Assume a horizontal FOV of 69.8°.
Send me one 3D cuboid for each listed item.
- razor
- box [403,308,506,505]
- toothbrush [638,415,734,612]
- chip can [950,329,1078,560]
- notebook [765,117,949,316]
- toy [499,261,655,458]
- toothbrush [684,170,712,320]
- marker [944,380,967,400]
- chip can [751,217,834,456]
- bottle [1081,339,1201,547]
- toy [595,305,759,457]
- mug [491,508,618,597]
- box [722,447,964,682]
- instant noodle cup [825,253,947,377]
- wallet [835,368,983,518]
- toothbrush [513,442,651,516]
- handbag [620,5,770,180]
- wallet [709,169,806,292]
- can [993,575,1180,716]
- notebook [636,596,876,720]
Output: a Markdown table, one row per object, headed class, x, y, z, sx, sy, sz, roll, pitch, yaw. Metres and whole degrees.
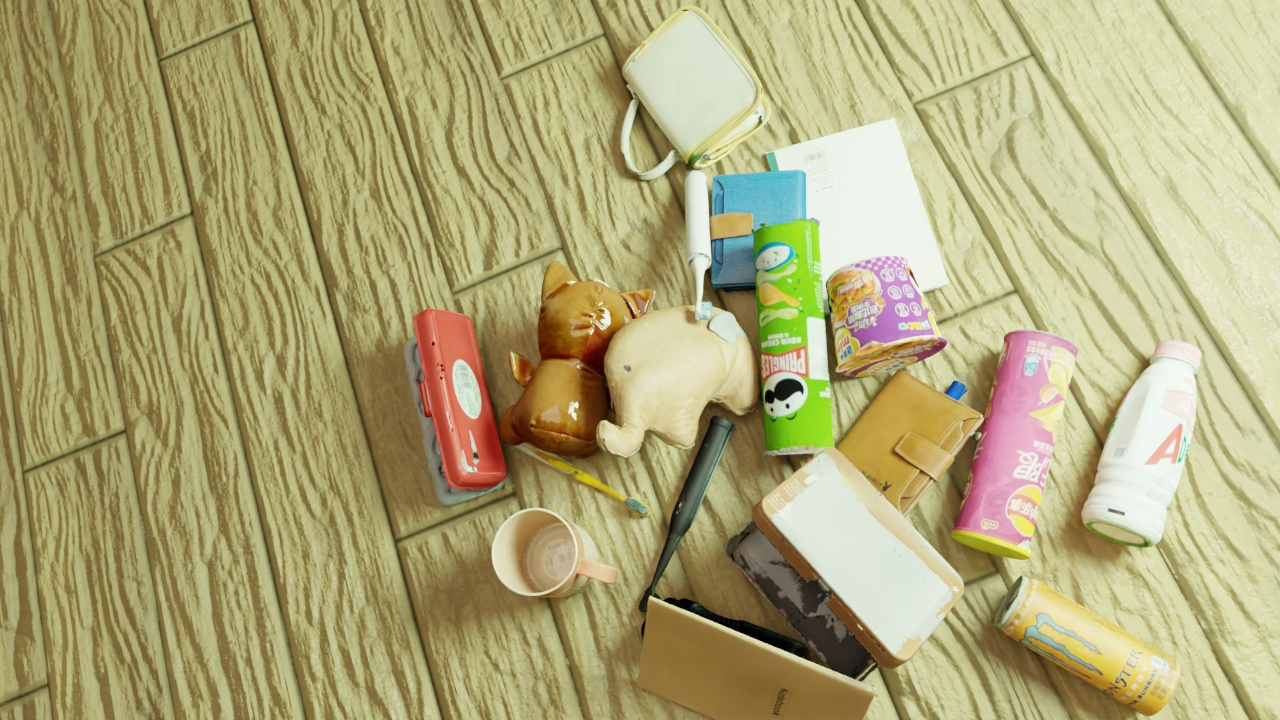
| class | x | y | z | sx | sy | sz | roll | pitch | yaw |
| --- | --- | --- | --- | --- | --- | --- | --- | --- | --- |
| razor | 0.081 | 0.267 | 0.864 | 0.168 | 0.062 | 0.068 | 4 | 116 | 35 |
| box | -0.214 | 0.054 | 1.002 | 0.100 | 0.095 | 0.201 | -27 | 70 | 31 |
| toothbrush | 0.046 | 0.158 | 0.941 | 0.026 | 0.027 | 0.212 | 12 | 75 | 49 |
| chip can | 0.359 | 0.079 | 0.880 | 0.071 | 0.071 | 0.210 | 16 | 77 | 14 |
| notebook | 0.232 | -0.157 | 1.003 | 0.150 | 0.012 | 0.209 | -14 | 71 | 8 |
| toy | -0.067 | 0.003 | 0.963 | 0.140 | 0.130 | 0.199 | 14 | 87 | -15 |
| toothbrush | 0.061 | -0.124 | 0.972 | 0.026 | 0.027 | 0.220 | -3 | 49 | 4 |
| marker | 0.279 | 0.081 | 0.923 | 0.017 | 0.017 | 0.145 | 37 | 84 | 18 |
| chip can | 0.154 | -0.022 | 0.926 | 0.072 | 0.072 | 0.236 | -3 | 84 | 10 |
| bottle | 0.478 | 0.074 | 0.863 | 0.068 | 0.068 | 0.196 | 22 | 76 | 16 |
| toy | 0.022 | 0.018 | 0.906 | 0.225 | 0.083 | 0.143 | -26 | 75 | -37 |
| mug | -0.077 | 0.198 | 0.910 | 0.114 | 0.106 | 0.081 | 13 | 77 | 14 |
| box | 0.185 | 0.186 | 0.831 | 0.150 | 0.168 | 0.182 | -43 | 71 | -2 |
| instant noodle cup | 0.238 | -0.046 | 0.916 | 0.111 | 0.111 | 0.099 | -13 | 74 | 7 |
| wallet | 0.262 | 0.085 | 0.901 | 0.130 | 0.035 | 0.119 | -50 | 44 | -5 |
| toothbrush | -0.072 | 0.118 | 0.978 | 0.191 | 0.018 | 0.016 | 27 | 79 | 17 |
| handbag | 0.043 | -0.294 | 1.062 | 0.179 | 0.063 | 0.163 | -38 | 70 | 14 |
| wallet | 0.129 | -0.143 | 1.001 | 0.106 | 0.040 | 0.133 | -1 | 74 | 13 |
| can | 0.401 | 0.256 | 0.828 | 0.146 | 0.058 | 0.058 | 29 | 81 | 17 |
| notebook | 0.097 | 0.298 | 0.839 | 0.208 | 0.148 | 0.008 | 19 | 43 | 15 |
